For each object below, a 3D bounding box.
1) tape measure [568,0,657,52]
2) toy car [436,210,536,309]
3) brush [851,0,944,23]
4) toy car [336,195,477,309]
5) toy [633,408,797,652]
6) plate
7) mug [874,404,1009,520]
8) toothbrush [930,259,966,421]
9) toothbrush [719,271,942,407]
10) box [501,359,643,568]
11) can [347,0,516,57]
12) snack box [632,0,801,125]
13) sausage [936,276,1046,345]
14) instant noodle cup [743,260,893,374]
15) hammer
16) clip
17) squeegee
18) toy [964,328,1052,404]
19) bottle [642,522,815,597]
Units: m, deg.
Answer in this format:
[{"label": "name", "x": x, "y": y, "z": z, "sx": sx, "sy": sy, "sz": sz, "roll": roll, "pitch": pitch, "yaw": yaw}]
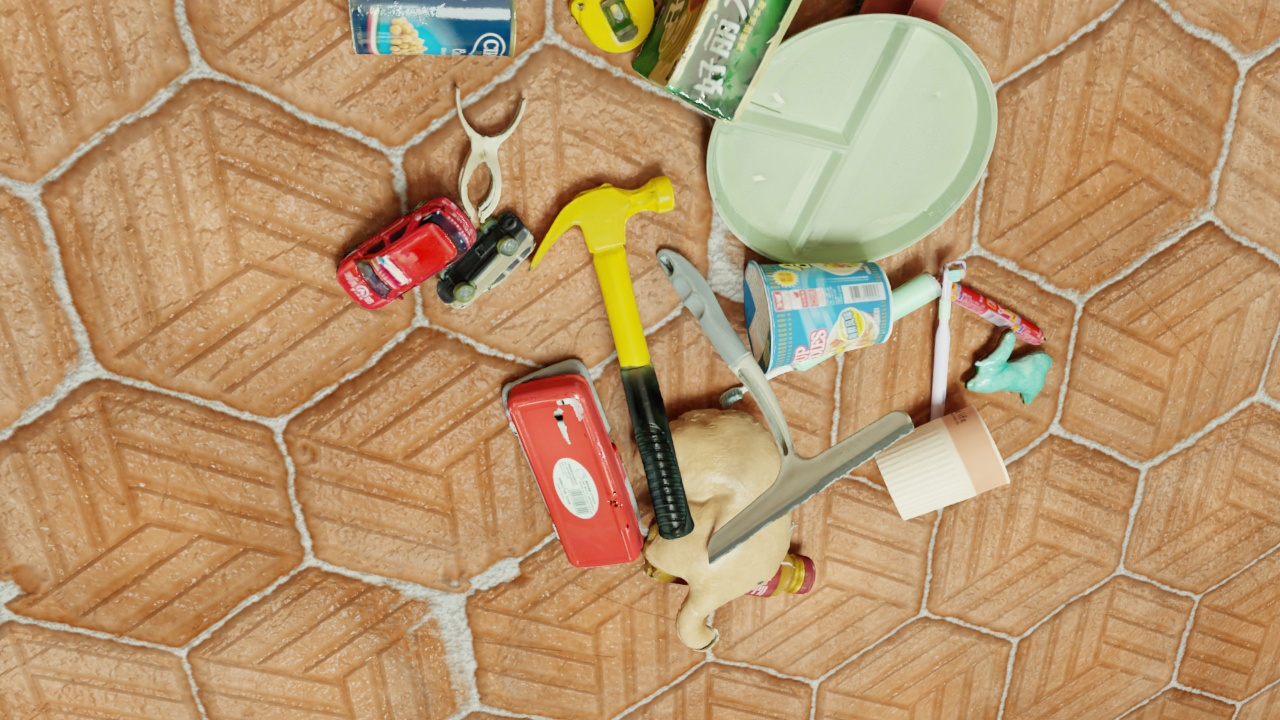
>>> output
[{"label": "tape measure", "x": -0.018, "y": -0.259, "z": 0.683, "sx": 0.060, "sy": 0.029, "sz": 0.057, "roll": -35, "pitch": 119, "yaw": 4}, {"label": "toy car", "x": -0.125, "y": -0.077, "z": 0.735, "sx": 0.090, "sy": 0.042, "sz": 0.035, "roll": -43, "pitch": 137, "yaw": 2}, {"label": "brush", "x": 0.217, "y": -0.305, "z": 0.697, "sx": 0.063, "sy": 0.069, "sz": 0.146, "roll": 13, "pitch": 111, "yaw": -21}, {"label": "toy car", "x": -0.183, "y": -0.079, "z": 0.705, "sx": 0.121, "sy": 0.045, "sz": 0.053, "roll": -27, "pitch": 117, "yaw": 24}, {"label": "toy", "x": 0.074, "y": 0.156, "z": 0.840, "sx": 0.143, "sy": 0.082, "sz": 0.226, "roll": -7, "pitch": 91, "yaw": 2}, {"label": "plate", "x": 0.166, "y": -0.170, "z": 0.735, "sx": 0.230, "sy": 0.027, "sz": 0.231, "roll": -2, "pitch": 136, "yaw": -2}, {"label": "mug", "x": 0.296, "y": 0.104, "z": 0.908, "sx": 0.106, "sy": 0.081, "sz": 0.114, "roll": -24, "pitch": 159, "yaw": 13}, {"label": "toothbrush", "x": 0.291, "y": -0.009, "z": 0.875, "sx": 0.029, "sy": 0.021, "sz": 0.189, "roll": -26, "pitch": 130, "yaw": -24}, {"label": "toothbrush", "x": 0.170, "y": -0.016, "z": 0.842, "sx": 0.225, "sy": 0.027, "sz": 0.026, "roll": -30, "pitch": 105, "yaw": 10}, {"label": "box", "x": -0.060, "y": 0.096, "z": 0.841, "sx": 0.091, "sy": 0.068, "sz": 0.201, "roll": -10, "pitch": 118, "yaw": 14}, {"label": "can", "x": -0.144, "y": -0.248, "z": 0.629, "sx": 0.111, "sy": 0.075, "sz": 0.075, "roll": -3, "pitch": 116, "yaw": -13}, {"label": "snack box", "x": 0.083, "y": -0.293, "z": 0.643, "sx": 0.063, "sy": 0.114, "sz": 0.240, "roll": 21, "pitch": 108, "yaw": -22}, {"label": "sausage", "x": 0.335, "y": -0.048, "z": 0.879, "sx": 0.155, "sy": 0.020, "sz": 0.020, "roll": 23, "pitch": 107, "yaw": -23}, {"label": "instant noodle cup", "x": 0.152, "y": -0.044, "z": 0.784, "sx": 0.110, "sy": 0.099, "sz": 0.099, "roll": -7, "pitch": 117, "yaw": -4}, {"label": "hammer", "x": -0.005, "y": 0.004, "z": 0.763, "sx": 0.129, "sy": 0.033, "sz": 0.301, "roll": -14, "pitch": 99, "yaw": 0}, {"label": "clip", "x": -0.125, "y": -0.157, "z": 0.703, "sx": 0.064, "sy": 0.034, "sz": 0.098, "roll": 4, "pitch": 109, "yaw": -15}, {"label": "squeegee", "x": 0.081, "y": 0.008, "z": 0.755, "sx": 0.039, "sy": 0.246, "sz": 0.247, "roll": -11, "pitch": 155, "yaw": -41}, {"label": "toy", "x": 0.366, "y": 0.009, "z": 0.906, "sx": 0.092, "sy": 0.030, "sz": 0.097, "roll": -4, "pitch": 128, "yaw": -14}, {"label": "bottle", "x": 0.091, "y": 0.202, "z": 0.915, "sx": 0.174, "sy": 0.057, "sz": 0.057, "roll": 14, "pitch": 111, "yaw": -20}]
